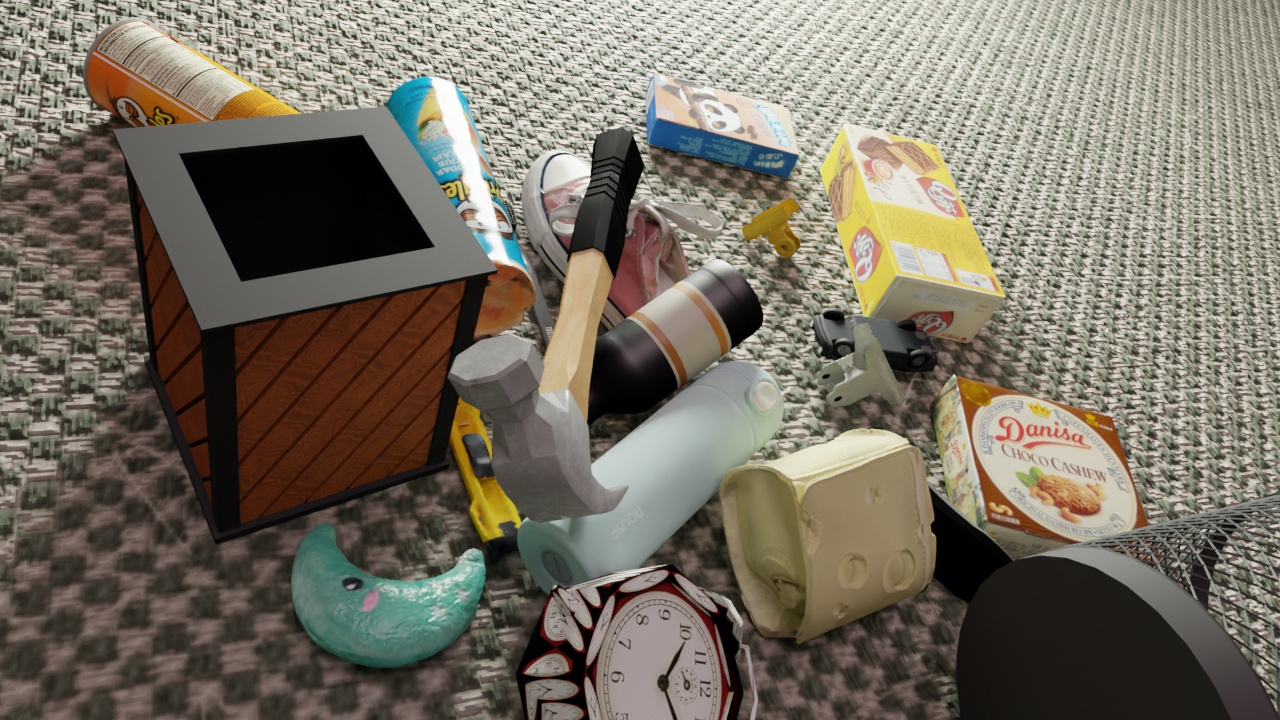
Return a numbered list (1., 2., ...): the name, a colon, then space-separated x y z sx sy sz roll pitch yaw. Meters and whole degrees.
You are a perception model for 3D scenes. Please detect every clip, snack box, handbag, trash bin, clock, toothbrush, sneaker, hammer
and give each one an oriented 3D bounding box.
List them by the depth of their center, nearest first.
1. clock: 0.005 0.170 0.477 0.154 0.065 0.114 24 59 -39
2. trash bin: 0.329 0.187 0.505 0.227 0.218 0.217 -4 50 -20
3. trash bin: -0.189 -0.022 0.512 0.139 0.172 0.139 -16 57 -34
4. hammer: -0.032 -0.046 0.552 0.039 0.131 0.327 -11 38 17
5. handbag: 0.122 0.107 0.576 0.119 0.081 0.111 -12 90 -36
6. snack box: 0.305 0.090 0.702 0.143 0.041 0.146 15 45 -8
7. toothbrush: -0.086 -0.064 0.710 0.012 0.013 0.167 -4 53 -26
8. sneaker: -0.014 -0.095 0.713 0.118 0.088 0.241 -17 58 -34
9. clip: 0.166 0.006 0.718 0.058 0.102 0.050 -18 53 18
10. clip: 0.125 -0.119 0.829 0.049 0.054 0.044 23 58 -35
11. snack box: 0.251 -0.126 0.871 0.110 0.062 0.229 9 46 -14
12. snack box: 0.081 -0.237 0.925 0.151 0.034 0.087 11 45 -13

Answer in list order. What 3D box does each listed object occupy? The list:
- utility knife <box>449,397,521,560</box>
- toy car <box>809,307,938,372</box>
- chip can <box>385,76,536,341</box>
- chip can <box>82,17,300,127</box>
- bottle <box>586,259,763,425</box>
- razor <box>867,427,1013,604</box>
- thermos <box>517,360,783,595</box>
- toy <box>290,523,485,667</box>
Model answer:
1. utility knife: -0.113 0.049 0.592 0.030 0.017 0.179 0 45 -36
2. toy car: 0.193 -0.013 0.759 0.112 0.034 0.046 7 47 -18
3. chip can: -0.141 -0.119 0.692 0.079 0.080 0.229 -3 49 -25
4. chip can: -0.296 -0.167 0.675 0.215 0.075 0.075 31 45 8
5. bottle: -0.004 0.004 0.617 0.181 0.059 0.059 -35 66 -14
6. razor: 0.201 0.116 0.631 0.156 0.057 0.060 46 16 22
7. thermos: 0.016 0.070 0.580 0.206 0.078 0.065 -36 91 -39
8. toy: -0.139 0.126 0.496 0.105 0.033 0.084 15 34 -7
